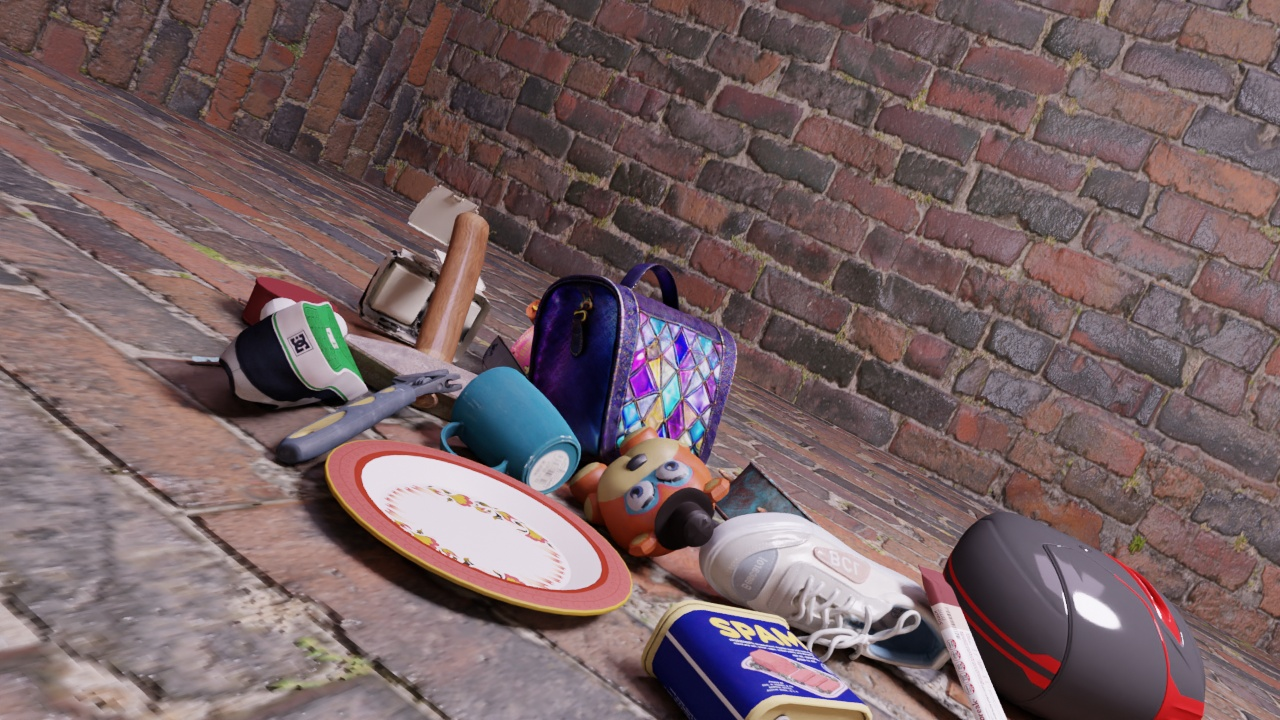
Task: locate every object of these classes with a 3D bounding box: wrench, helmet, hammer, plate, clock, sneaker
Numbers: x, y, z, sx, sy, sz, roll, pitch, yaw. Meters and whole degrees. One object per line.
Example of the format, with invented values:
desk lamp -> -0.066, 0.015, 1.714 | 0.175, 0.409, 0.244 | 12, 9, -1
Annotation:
wrench -> -0.212, 0.036, 0.749 | 0.073, 0.022, 0.272 | -6, 10, 13
helmet -> 0.388, 0.252, 0.892 | 0.169, 0.164, 0.264 | 11, 22, -20
hammer -> -0.212, -0.068, 0.992 | 0.158, 0.037, 0.300 | 24, 40, -17
plate -> -0.113, 0.119, 0.646 | 0.230, 0.021, 0.229 | 26, 7, -4
clock -> 0.141, 0.178, 0.933 | 0.157, 0.073, 0.121 | 43, 0, -26
sneaker -> 0.163, 0.201, 0.768 | 0.242, 0.089, 0.090 | 24, 12, -21
sneaker -> -0.279, 0.002, 0.743 | 0.084, 0.079, 0.235 | 65, -8, -1
clock -> -0.348, -0.044, 0.922 | 0.087, 0.044, 0.124 | 19, 10, -47

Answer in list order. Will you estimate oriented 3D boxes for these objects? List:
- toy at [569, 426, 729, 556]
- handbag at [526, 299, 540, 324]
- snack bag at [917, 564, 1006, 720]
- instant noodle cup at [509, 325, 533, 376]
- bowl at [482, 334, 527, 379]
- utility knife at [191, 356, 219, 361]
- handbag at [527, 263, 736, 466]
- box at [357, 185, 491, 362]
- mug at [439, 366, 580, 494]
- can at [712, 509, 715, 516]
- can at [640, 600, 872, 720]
toy -> 0.011, 0.117, 0.798 | 0.176, 0.112, 0.096 | 32, -27, 52
handbag -> -0.074, -0.003, 1.209 | 0.109, 0.060, 0.172 | 22, -31, 41
snack bag -> 0.271, 0.249, 0.763 | 0.057, 0.013, 0.157 | 23, 42, -48
instant noodle cup -> -0.108, 0.025, 1.125 | 0.108, 0.098, 0.097 | 34, 8, 8
bowl -> -0.144, 0.031, 1.018 | 0.114, 0.045, 0.114 | 55, -6, 8
utility knife -> -0.326, 0.001, 0.792 | 0.022, 0.015, 0.151 | 29, 10, 16
handbag -> -0.006, 0.006, 0.978 | 0.126, 0.222, 0.204 | 6, -8, 41
box -> -0.256, -0.119, 1.161 | 0.143, 0.193, 0.106 | 29, 10, -32
mug -> -0.118, 0.071, 0.808 | 0.112, 0.085, 0.104 | -18, 42, -38
can -> 0.033, 0.145, 0.948 | 0.095, 0.032, 0.032 | 21, 8, -35
can -> 0.072, 0.202, 0.561 | 0.116, 0.056, 0.092 | 21, 10, -36
